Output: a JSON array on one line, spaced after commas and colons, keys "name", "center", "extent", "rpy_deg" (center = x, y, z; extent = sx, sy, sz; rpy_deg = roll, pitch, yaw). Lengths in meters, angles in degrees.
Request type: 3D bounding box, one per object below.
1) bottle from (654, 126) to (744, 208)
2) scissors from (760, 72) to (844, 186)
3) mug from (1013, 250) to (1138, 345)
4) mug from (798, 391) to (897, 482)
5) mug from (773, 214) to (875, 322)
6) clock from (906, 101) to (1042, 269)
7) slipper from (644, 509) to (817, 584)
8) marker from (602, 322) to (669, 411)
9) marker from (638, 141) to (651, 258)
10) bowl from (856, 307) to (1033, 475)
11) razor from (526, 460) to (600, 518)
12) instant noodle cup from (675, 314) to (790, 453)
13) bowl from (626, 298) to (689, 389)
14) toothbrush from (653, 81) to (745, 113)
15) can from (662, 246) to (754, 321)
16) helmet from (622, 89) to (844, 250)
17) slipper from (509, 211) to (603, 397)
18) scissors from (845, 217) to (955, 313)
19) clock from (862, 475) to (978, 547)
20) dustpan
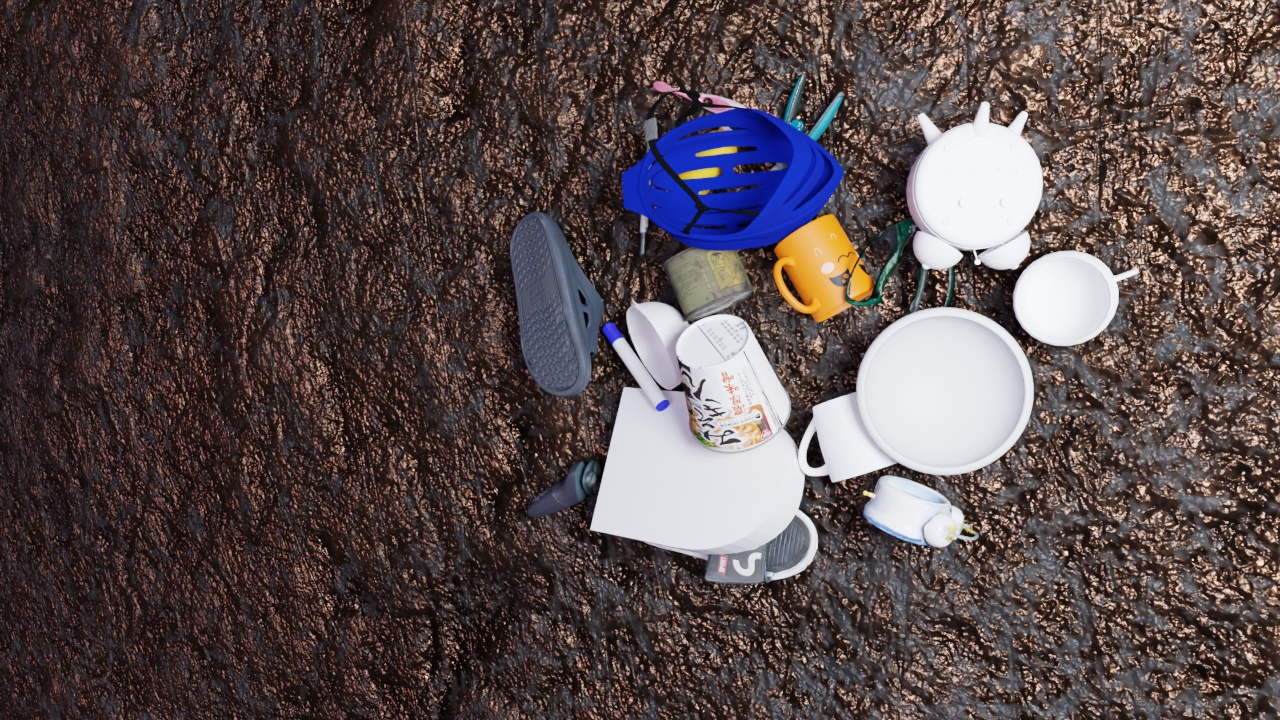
[{"name": "bottle", "center": [0.075, -0.230, 1.113], "extent": [0.043, 0.043, 0.144], "rpy_deg": [47, 117, 16]}, {"name": "scissors", "center": [0.182, -0.261, 1.062], "extent": [0.126, 0.019, 0.154], "rpy_deg": [-11, 94, 33]}, {"name": "mug", "center": [0.435, -0.067, 0.915], "extent": [0.116, 0.068, 0.094], "rpy_deg": [-24, 85, 30]}, {"name": "mug", "center": [0.229, 0.090, 1.051], "extent": [0.114, 0.080, 0.087], "rpy_deg": [-23, 80, 30]}, {"name": "mug", "center": [0.194, -0.097, 1.026], "extent": [0.096, 0.112, 0.078], "rpy_deg": [61, 149, 9]}, {"name": "clock", "center": [0.338, -0.173, 0.929], "extent": [0.125, 0.072, 0.161], "rpy_deg": [1, 95, 7]}, {"name": "slipper", "center": [0.091, 0.218, 1.161], "extent": [0.264, 0.063, 0.111], "rpy_deg": [12, 103, 30]}, {"name": "marker", "center": [-0.007, 0.007, 1.189], "extent": [0.020, 0.020, 0.141], "rpy_deg": [-50, 59, 26]}, {"name": "marker", "center": [0.007, -0.206, 1.175], "extent": [0.011, 0.011, 0.152], "rpy_deg": [9, 101, 29]}, {"name": "bowl", "center": [0.323, 0.031, 0.986], "extent": [0.177, 0.066, 0.176], "rpy_deg": [1, 95, 14]}, {"name": "razor", "center": [-0.109, 0.184, 1.283], "extent": [0.143, 0.047, 0.052], "rpy_deg": [-32, 106, 32]}, {"name": "instant noodle cup", "center": [0.099, 0.021, 1.051], "extent": [0.124, 0.123, 0.122], "rpy_deg": [4, 137, 29]}, {"name": "bowl", "center": [0.033, -0.026, 1.145], "extent": [0.114, 0.050, 0.115], "rpy_deg": [54, 161, 27]}, {"name": "toothbrush", "center": [0.075, -0.318, 1.118], "extent": [0.135, 0.016, 0.022], "rpy_deg": [25, 109, 22]}, {"name": "can", "center": [0.081, -0.099, 1.102], "extent": [0.090, 0.089, 0.074], "rpy_deg": [-26, 84, 30]}, {"name": "helmet", "center": [0.091, -0.208, 0.979], "extent": [0.242, 0.227, 0.147], "rpy_deg": [-6, 78, 14]}, {"name": "slipper", "center": [-0.107, -0.072, 1.230], "extent": [0.111, 0.083, 0.267], "rpy_deg": [-32, 63, 38]}, {"name": "scissors", "center": [0.318, -0.126, 0.991], "extent": [0.137, 0.015, 0.210], "rpy_deg": [30, 93, -12]}, {"name": "clock", "center": [0.309, 0.172, 1.013], "extent": [0.125, 0.088, 0.052], "rpy_deg": [23, 101, 26]}, {"name": "dustpan", "center": [0.074, 0.140, 1.140], "extent": [0.258, 0.053, 0.191], "rpy_deg": [3, 74, 38]}]
